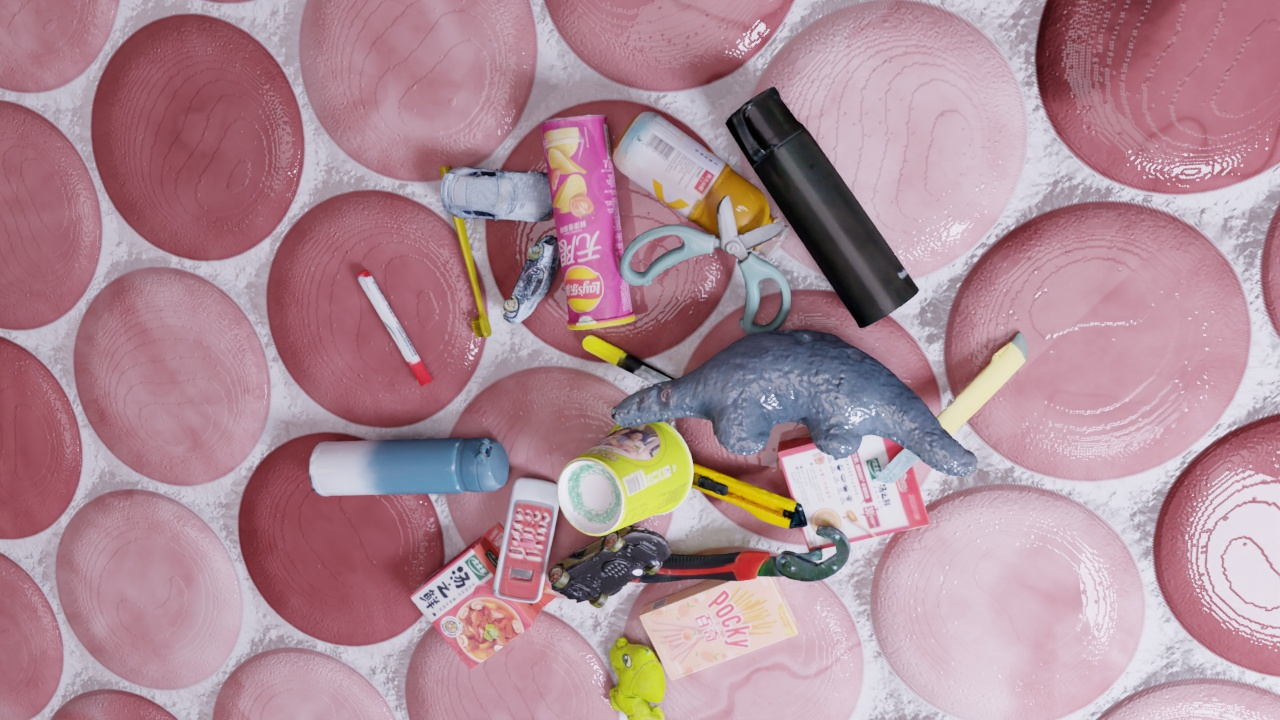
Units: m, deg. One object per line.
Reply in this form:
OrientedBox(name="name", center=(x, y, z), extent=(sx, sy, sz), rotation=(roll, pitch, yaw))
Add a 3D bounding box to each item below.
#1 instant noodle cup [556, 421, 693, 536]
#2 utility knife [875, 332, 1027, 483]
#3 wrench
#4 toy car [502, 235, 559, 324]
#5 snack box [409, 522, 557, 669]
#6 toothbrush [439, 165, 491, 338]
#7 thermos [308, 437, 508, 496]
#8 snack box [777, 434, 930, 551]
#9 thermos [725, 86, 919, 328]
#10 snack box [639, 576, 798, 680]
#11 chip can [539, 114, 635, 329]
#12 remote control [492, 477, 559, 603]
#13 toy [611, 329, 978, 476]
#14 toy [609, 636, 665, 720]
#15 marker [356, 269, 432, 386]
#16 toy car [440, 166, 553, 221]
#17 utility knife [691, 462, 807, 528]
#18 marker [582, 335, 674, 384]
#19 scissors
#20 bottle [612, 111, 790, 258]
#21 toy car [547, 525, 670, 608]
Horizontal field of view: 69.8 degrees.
OrientedBox(name="instant noodle cup", center=(-0.022, 0.123, 0.942), extent=(0.112, 0.123, 0.112), rotation=(6, 103, 29))
OrientedBox(name="utility knife", center=(0.310, 0.052, 0.903), extent=(0.204, 0.021, 0.031), rotation=(-45, 99, -6))
OrientedBox(name="wrench", center=(0.090, 0.216, 0.980), extent=(0.274, 0.016, 0.056), rotation=(-12, 98, 26))
OrientedBox(name="toy car", center=(-0.113, -0.083, 0.975), extent=(0.031, 0.048, 0.106), rotation=(30, 106, 8))
OrientedBox(name="snack box", center=(-0.180, 0.272, 1.056), extent=(0.127, 0.044, 0.113), rotation=(-39, 91, 15))
OrientedBox(name="toothbrush", center=(-0.193, -0.117, 1.002), extent=(0.017, 0.015, 0.190), rotation=(-10, 98, 20))
OrientedBox(name="thermos", center=(-0.259, 0.121, 1.035), extent=(0.221, 0.070, 0.070), rotation=(-2, 100, 12))
OrientedBox(name="snack box", center=(0.219, 0.126, 0.947), extent=(0.127, 0.044, 0.113), rotation=(-16, 96, 15))
OrientedBox(name="thermos", center=(0.168, -0.144, 0.886), extent=(0.069, 0.089, 0.242), rotation=(-35, 92, 40))
OrientedBox(name="snack box", center=(0.086, 0.287, 1.013), extent=(0.157, 0.026, 0.084), rotation=(-25, 94, 15))
OrientedBox(name="chip can", center=(-0.055, -0.141, 0.941), extent=(0.071, 0.071, 0.210), rotation=(-6, 98, 13))
OrientedBox(name="remote control", center=(-0.126, 0.199, 1.022), extent=(0.056, 0.020, 0.136), rotation=(12, 86, -4))
OrientedBox(name="toy", center=(0.146, 0.035, 0.905), extent=(0.357, 0.091, 0.137), rotation=(5, 71, 15))
OrientedBox(name="toy", center=(-0.002, 0.366, 1.041), extent=(0.097, 0.031, 0.100), rotation=(39, 118, 20))
OrientedBox(name="marker", center=(-0.277, -0.036, 1.034), extent=(0.017, 0.017, 0.145), rotation=(-29, 93, 15))
OrientedBox(name="toy car", center=(-0.150, -0.175, 0.968), extent=(0.120, 0.036, 0.054), rotation=(3, 100, 0))
OrientedBox(name="utility knife", center=(0.075, 0.132, 0.971), extent=(0.216, 0.015, 0.033), rotation=(18, 109, 22))
OrientedBox(name="marker", center=(-0.006, 0.006, 0.988), extent=(0.124, 0.015, 0.018), rotation=(27, 105, 3))
OrientedBox(name="scissors", center=(0.074, -0.080, 0.916), extent=(0.171, 0.019, 0.170), rotation=(-17, 125, 18))
OrientedBox(name="bottle", center=(0.062, -0.171, 0.912), extent=(0.189, 0.068, 0.068), rotation=(36, 105, 0))
OrientedBox(name="toy car", center=(-0.034, 0.221, 0.998), extent=(0.158, 0.042, 0.070), rotation=(-35, 124, 29))
